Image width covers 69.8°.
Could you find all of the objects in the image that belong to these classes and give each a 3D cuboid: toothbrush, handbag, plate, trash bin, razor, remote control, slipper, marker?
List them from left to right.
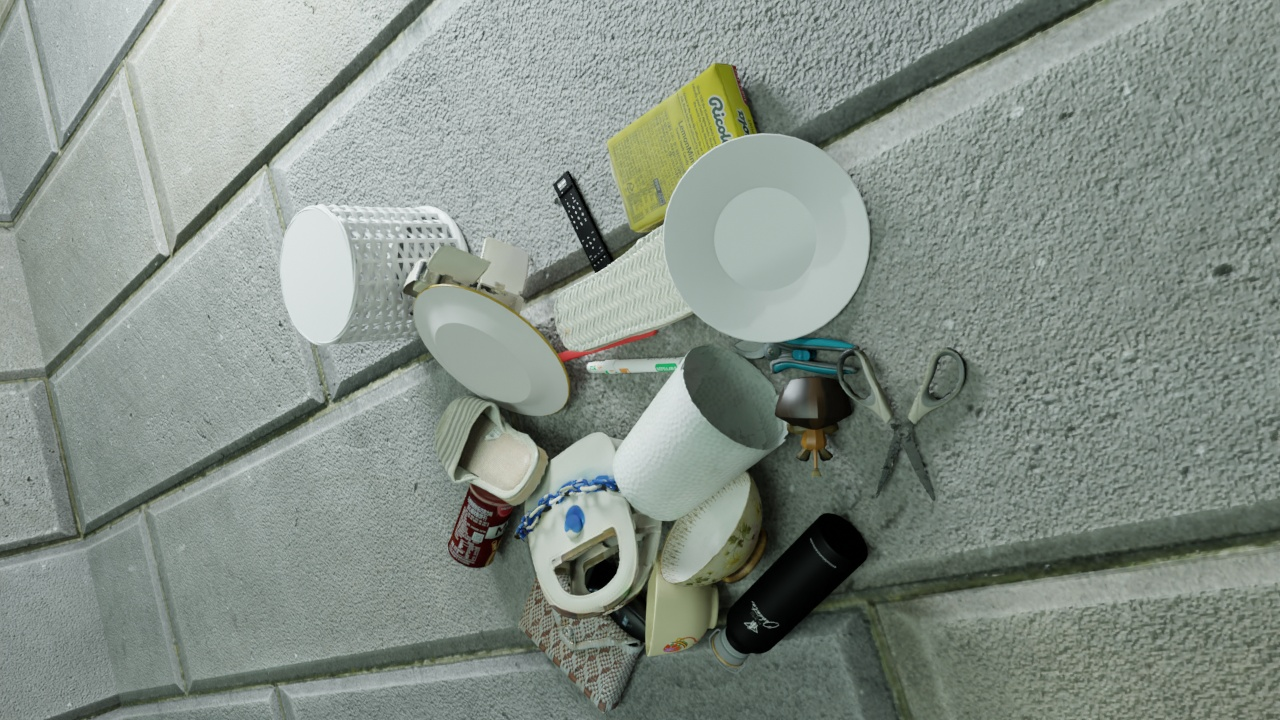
[{"bbox_3d":[-0.208,0.112,1.204,0.273,0.054,0.114,25,88,52],"label":"slipper"},{"bbox_3d":[-0.194,-0.003,1.157,0.230,0.021,0.230,22,145,16],"label":"plate"},{"bbox_3d":[-0.083,0.351,1.187,0.186,0.046,0.124,35,118,32],"label":"handbag"},{"bbox_3d":[-0.070,-0.166,1.126,0.030,0.009,0.140,-37,72,38],"label":"remote control"},{"bbox_3d":[-0.061,0.196,1.069,0.201,0.093,0.199,-39,47,36],"label":"handbag"},{"bbox_3d":[-0.061,-0.014,1.140,0.213,0.017,0.012,-15,86,37],"label":"toothbrush"},{"bbox_3d":[-0.035,0.293,1.124,0.140,0.063,0.053,37,120,34],"label":"razor"},{"bbox_3d":[-0.006,0.006,1.091,0.146,0.017,0.017,-3,94,41],"label":"marker"},{"bbox_3d":[0.006,-0.086,1.046,0.264,0.052,0.115,-25,78,36],"label":"slipper"},{"bbox_3d":[0.055,0.085,0.976,0.162,0.133,0.133,-49,65,36],"label":"trash bin"},{"bbox_3d":[0.124,-0.121,0.925,0.209,0.015,0.209,5,105,18],"label":"plate"}]

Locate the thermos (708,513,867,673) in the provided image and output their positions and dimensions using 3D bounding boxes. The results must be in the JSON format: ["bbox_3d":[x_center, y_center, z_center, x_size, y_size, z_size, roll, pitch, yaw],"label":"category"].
[{"bbox_3d":[0.144,0.255,0.968,0.061,0.061,0.232,51,125,24],"label":"thermos"}]

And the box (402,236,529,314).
[{"bbox_3d":[-0.201,-0.119,1.147,0.184,0.143,0.098,-13,60,64],"label":"box"}]

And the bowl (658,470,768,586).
[{"bbox_3d":[0.090,0.192,0.984,0.063,0.144,0.146,38,127,-14],"label":"bowl"}]

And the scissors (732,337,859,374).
[{"bbox_3d":[0.159,-0.014,0.946,0.136,0.019,0.139,51,126,25],"label":"scissors"}]

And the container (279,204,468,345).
[{"bbox_3d":[-0.365,-0.119,1.268,0.190,0.186,0.189,7,100,40],"label":"container"}]

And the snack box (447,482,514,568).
[{"bbox_3d":[-0.217,0.220,1.266,0.072,0.072,0.121,39,120,30],"label":"snack box"}]

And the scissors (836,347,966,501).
[{"bbox_3d":[0.248,0.050,0.875,0.157,0.012,0.171,44,118,17],"label":"scissors"}]

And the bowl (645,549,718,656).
[{"bbox_3d":[0.048,0.276,1.038,0.074,0.118,0.118,5,102,-3],"label":"bowl"}]

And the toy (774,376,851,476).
[{"bbox_3d":[0.174,0.065,0.919,0.076,0.062,0.100,-1,86,4],"label":"toy"}]

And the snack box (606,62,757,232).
[{"bbox_3d":[0.046,-0.223,0.998,0.181,0.045,0.121,-23,81,43],"label":"snack box"}]
